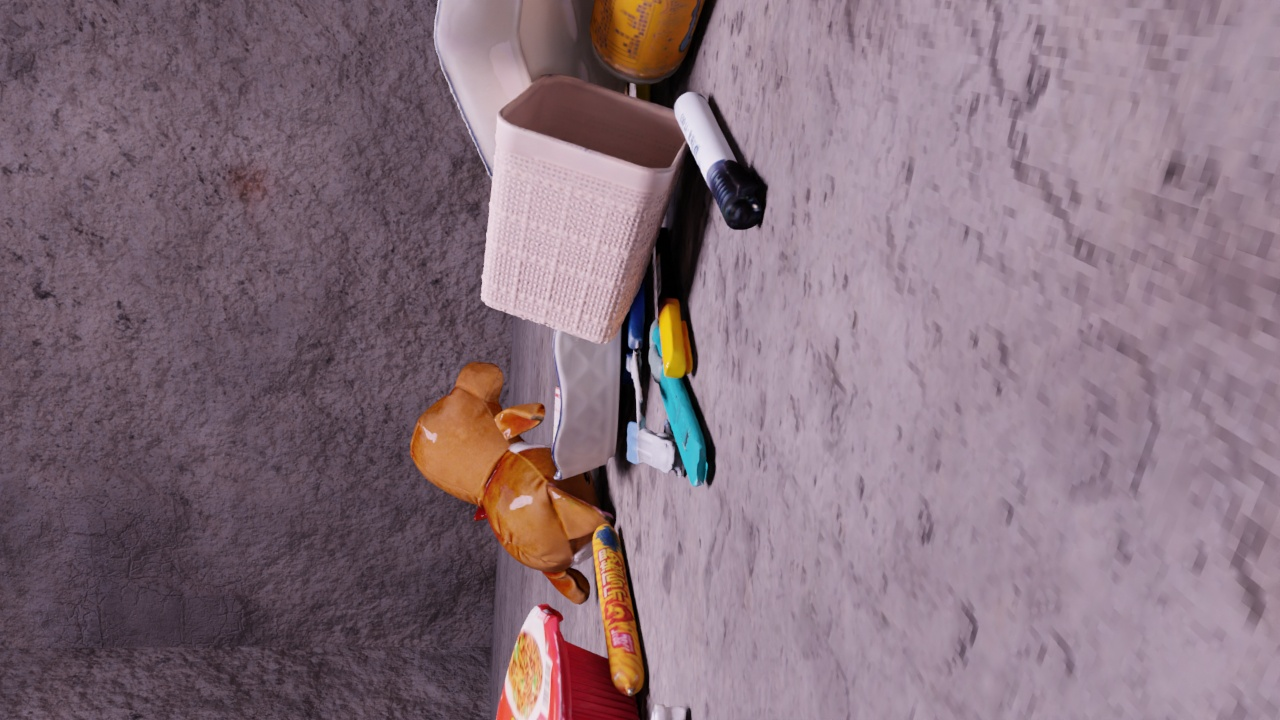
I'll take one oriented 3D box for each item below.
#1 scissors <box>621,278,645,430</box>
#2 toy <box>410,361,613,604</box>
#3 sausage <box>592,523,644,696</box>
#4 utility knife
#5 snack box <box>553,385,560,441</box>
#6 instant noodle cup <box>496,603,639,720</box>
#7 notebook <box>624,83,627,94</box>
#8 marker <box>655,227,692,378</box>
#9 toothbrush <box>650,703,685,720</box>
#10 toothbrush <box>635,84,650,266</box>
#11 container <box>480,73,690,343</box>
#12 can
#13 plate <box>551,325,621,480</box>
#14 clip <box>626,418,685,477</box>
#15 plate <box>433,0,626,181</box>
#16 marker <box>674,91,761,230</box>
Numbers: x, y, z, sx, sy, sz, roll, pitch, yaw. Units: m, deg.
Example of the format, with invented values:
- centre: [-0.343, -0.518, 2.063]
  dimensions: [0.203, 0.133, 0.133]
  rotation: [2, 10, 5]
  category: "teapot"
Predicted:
- centre: [-0.002, -0.011, 0.561]
  dimensions: [0.174, 0.012, 0.124]
  rotation: [126, 149, -82]
  category: "scissors"
- centre: [-0.097, 0.101, 0.771]
  dimensions: [0.199, 0.130, 0.140]
  rotation: [42, 145, 31]
  category: "toy"
- centre: [-0.016, 0.160, 0.610]
  dimensions: [0.165, 0.021, 0.021]
  rotation: [-108, 23, -62]
  category: "sausage"
- centre: [0.017, 0.018, 0.489]
  dimensions: [0.151, 0.012, 0.029]
  rotation: [-107, 20, -62]
  category: "utility knife"
- centre: [-0.067, 0.066, 0.896]
  dimensions: [0.156, 0.027, 0.077]
  rotation: [-176, 89, -80]
  category: "snack box"
- centre: [-0.049, 0.260, 0.589]
  dimensions: [0.194, 0.065, 0.194]
  rotation: [-171, 91, -75]
  category: "instant noodle cup"
- centre: [-0.033, -0.159, 0.825]
  dimensions: [0.212, 0.012, 0.149]
  rotation: [109, 161, -54]
  category: "notebook"
- centre: [0.016, -0.036, 0.511]
  dimensions: [0.123, 0.015, 0.018]
  rotation: [-94, 14, -47]
  category: "marker"
- centre: [0.005, 0.241, 0.496]
  dimensions: [0.016, 0.016, 0.180]
  rotation: [-93, 8, -54]
  category: "toothbrush"
- centre: [-0.001, -0.155, 0.629]
  dimensions: [0.016, 0.016, 0.190]
  rotation: [127, 145, -72]
  category: "toothbrush"
- centre: [-0.032, -0.080, 0.497]
  dimensions: [0.089, 0.090, 0.111]
  rotation: [-67, -5, -55]
  category: "container"
- centre: [0.011, -0.207, 0.461]
  dimensions: [0.146, 0.058, 0.058]
  rotation: [116, 155, -65]
  category: "can"
- centre: [-0.038, -0.016, 0.661]
  dimensions: [0.205, 0.045, 0.205]
  rotation: [178, 94, -87]
  category: "plate"
- centre: [0.012, 0.049, 0.500]
  dimensions: [0.058, 0.045, 0.027]
  rotation: [-155, 69, -73]
  category: "clip"
- centre: [-0.049, -0.189, 0.547]
  dimensions: [0.266, 0.034, 0.161]
  rotation: [78, -145, -71]
  category: "plate"
- centre: [0.034, -0.097, 0.421]
  dimensions: [0.130, 0.018, 0.023]
  rotation: [-102, 27, -54]
  category: "marker"
